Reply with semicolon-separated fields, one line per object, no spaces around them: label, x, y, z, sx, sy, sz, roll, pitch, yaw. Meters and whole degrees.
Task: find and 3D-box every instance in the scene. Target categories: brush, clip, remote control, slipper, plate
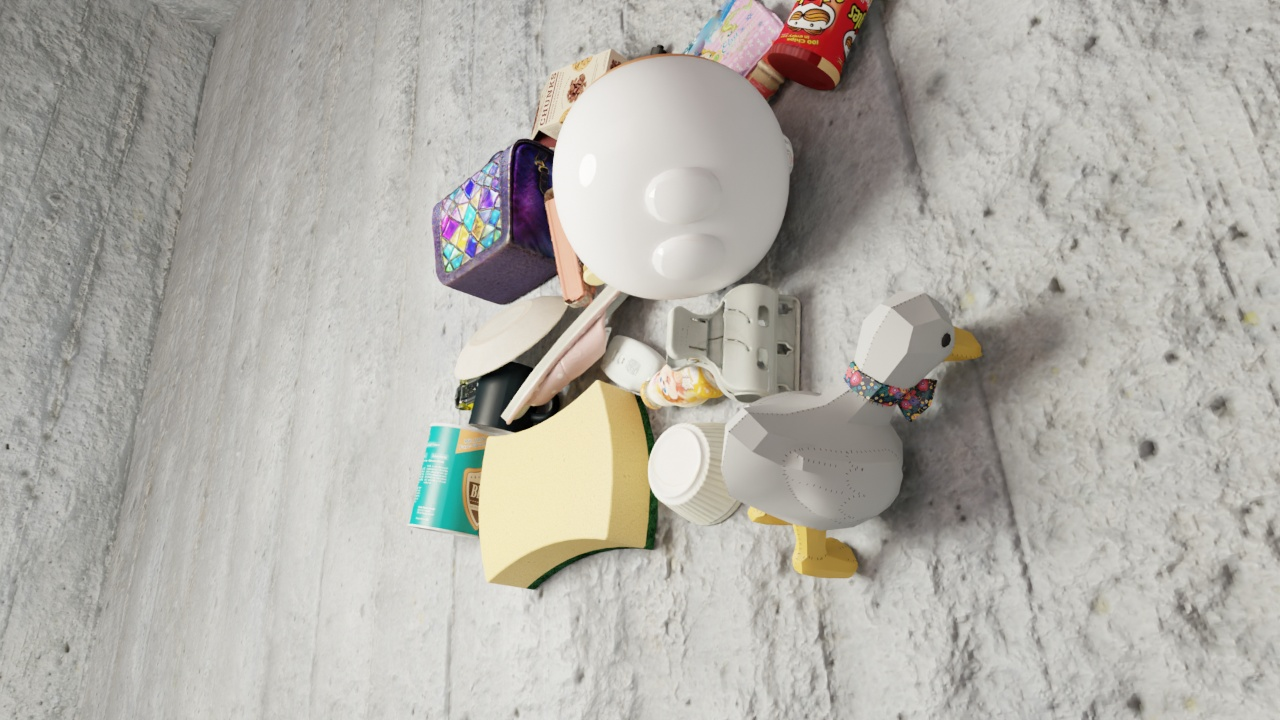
brush;-0.094;0.159;1.131;0.251;0.075;0.194;-27;55;37
clip;0.097;-0.021;0.968;0.082;0.147;0.124;103;173;-68
remote control;-0.007;0.007;1.138;0.114;0.028;0.060;26;93;52
slipper;-0.077;-0.018;1.179;0.274;0.054;0.114;-49;5;3
plate;-0.187;-0.042;1.277;0.189;0.027;0.188;-29;21;12

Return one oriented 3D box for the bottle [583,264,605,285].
bottle;-0.066;-0.177;1.248;0.046;0.072;0.161;-29;54;33

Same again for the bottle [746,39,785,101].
bottle;0.145;-0.332;1.110;0.109;0.044;0.044;-51;44;20

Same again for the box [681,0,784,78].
box;0.086;-0.372;1.203;0.231;0.035;0.159;-46;43;23

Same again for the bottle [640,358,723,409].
bottle;0.050;0.024;1.044;0.109;0.063;0.063;-25;56;38

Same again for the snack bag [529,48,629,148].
snack bag;-0.096;-0.380;1.370;0.207;0.069;0.094;-1;73;47

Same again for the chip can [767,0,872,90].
chip can;0.226;-0.420;1.029;0.087;0.087;0.213;28;94;49

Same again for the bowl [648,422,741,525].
bowl;0.057;0.117;0.996;0.116;0.062;0.115;-22;59;40

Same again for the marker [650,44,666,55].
marker;0.009;-0.385;1.293;0.025;0.025;0.126;14;84;49

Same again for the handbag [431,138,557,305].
handbag;-0.209;-0.217;1.379;0.205;0.125;0.221;-26;58;38

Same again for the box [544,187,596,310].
box;-0.101;-0.159;1.271;0.058;0.053;0.186;-43;56;53

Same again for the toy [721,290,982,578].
toy;0.175;0.061;0.812;0.141;0.246;0.268;47;131;46

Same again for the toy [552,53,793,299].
toy;0.037;-0.210;1.019;0.266;0.263;0.280;-7;39;2

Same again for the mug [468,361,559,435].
mug;-0.168;0.055;1.261;0.122;0.085;0.094;8;78;20

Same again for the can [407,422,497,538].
can;-0.262;0.169;1.289;0.099;0.099;0.143;-5;70;46

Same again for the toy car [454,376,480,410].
toy car;-0.242;0.045;1.375;0.107;0.030;0.049;-21;60;38
